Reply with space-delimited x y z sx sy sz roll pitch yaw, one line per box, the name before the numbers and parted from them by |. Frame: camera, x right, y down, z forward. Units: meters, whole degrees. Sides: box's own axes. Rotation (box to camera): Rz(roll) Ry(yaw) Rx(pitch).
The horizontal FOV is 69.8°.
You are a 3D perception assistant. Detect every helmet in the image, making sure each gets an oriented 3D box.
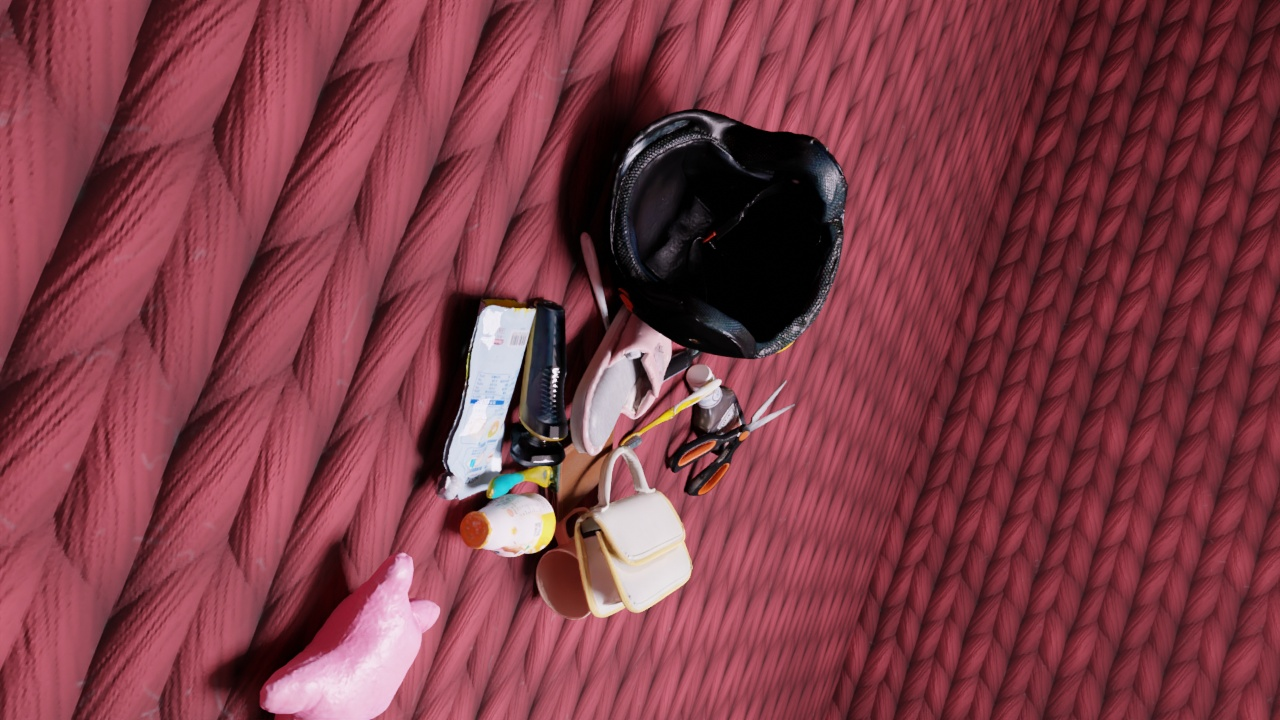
helmet | 0.074 -0.127 0.964 0.274 0.230 0.233 38 78 -16

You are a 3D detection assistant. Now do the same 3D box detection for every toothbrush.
toothbrush | -0.042 -0.071 1.006 0.180 0.016 0.016 77 34 -45
toothbrush | 0.054 0.001 1.212 0.212 0.027 0.026 -27 97 -54
toothbrush | 0.045 0.069 1.200 0.190 0.018 0.016 -30 138 -34

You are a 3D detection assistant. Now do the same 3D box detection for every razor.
razor | -0.099 0.022 0.916 0.062 0.068 0.167 1 95 -41
razor | -0.119 0.120 0.914 0.132 0.028 0.043 -9 108 -66

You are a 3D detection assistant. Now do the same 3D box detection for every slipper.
slipper | -0.006 0.006 1.030 0.273 0.054 0.114 -57 149 -51

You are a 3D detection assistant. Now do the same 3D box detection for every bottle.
bottle | 0.107 0.070 1.332 0.079 0.044 0.195 -55 147 -18
bottle | -0.133 0.165 0.917 0.108 0.063 0.063 10 96 -63

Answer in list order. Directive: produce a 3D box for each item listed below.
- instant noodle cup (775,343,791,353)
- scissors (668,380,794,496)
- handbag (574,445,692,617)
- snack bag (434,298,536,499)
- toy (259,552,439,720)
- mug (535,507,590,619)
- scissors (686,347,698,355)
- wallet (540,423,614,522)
instant noodle cup | 0.146 -0.065 1.258 0.114 0.118 0.118 -5 110 -52
scissors | 0.128 0.119 1.341 0.220 0.021 0.228 -12 138 -37
handbag | -0.010 0.187 1.046 0.163 0.063 0.178 -7 82 -61
snack bag | -0.143 0.038 0.852 0.110 0.039 0.191 -27 132 -77
toy | -0.243 0.265 0.766 0.194 0.075 0.179 -49 155 -32
mug | -0.065 0.229 1.078 0.105 0.082 0.114 -22 94 -59
scissors | 0.081 -0.085 1.139 0.169 0.019 0.172 -80 -174 -56
wallet | -0.069 0.113 1.047 0.124 0.032 0.101 -40 142 -45
